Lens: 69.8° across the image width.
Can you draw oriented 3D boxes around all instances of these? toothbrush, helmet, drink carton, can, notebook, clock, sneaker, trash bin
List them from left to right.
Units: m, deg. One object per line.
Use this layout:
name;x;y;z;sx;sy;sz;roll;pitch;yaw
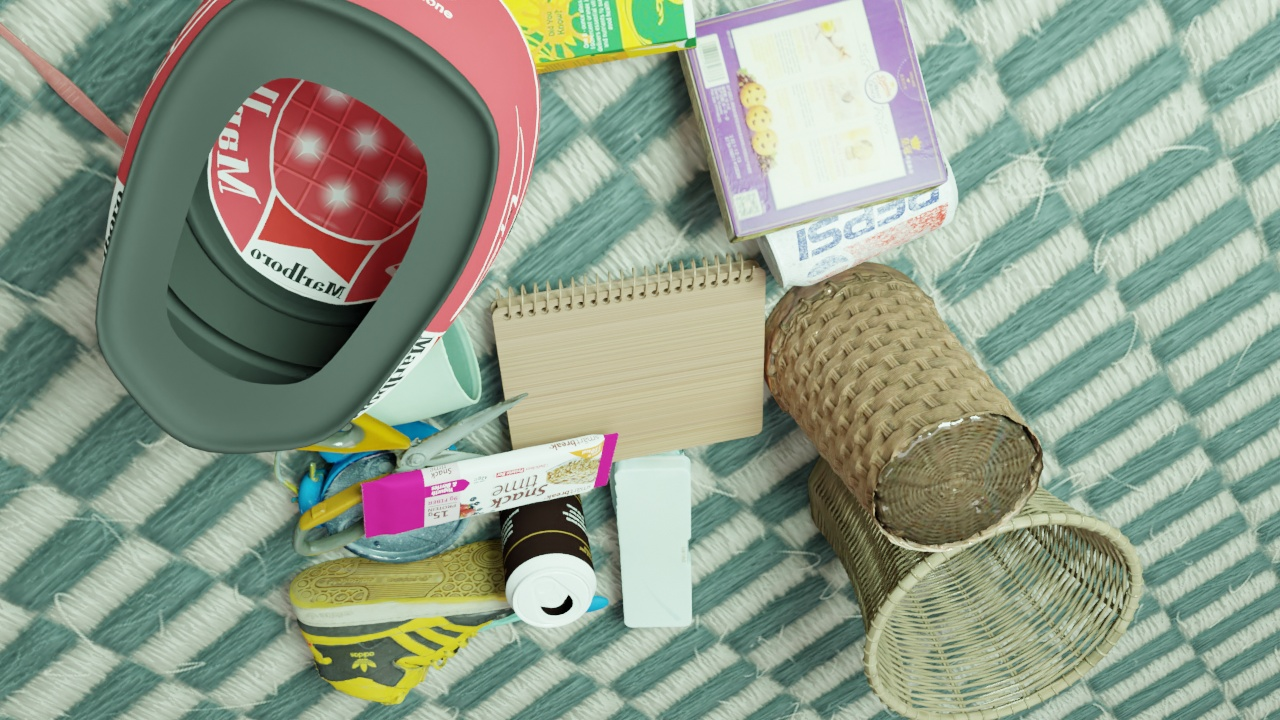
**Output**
toothbrush;-0.355;-0.165;0.574;0.015;0.015;0.184;-39;123;5
helmet;-0.172;-0.104;0.521;0.197;0.224;0.271;27;100;-18
clock;-0.212;0.097;0.739;0.161;0.060;0.117;21;116;-21
sneaker;-0.178;0.234;0.811;0.238;0.086;0.122;-3;116;-5
toothbrush;-0.097;0.240;0.876;0.135;0.017;0.022;-8;122;-10
can;-0.078;0.150;0.756;0.072;0.128;0.072;-5;122;-9
drink carton;-0.029;-0.217;0.570;0.122;0.041;0.058;-8;99;5
notebook;-0.004;0.004;0.728;0.210;0.022;0.169;-10;122;-10
can;0.154;-0.111;0.674;0.136;0.078;0.078;-24;123;3
trash bin;0.191;0.036;0.694;0.151;0.210;0.151;-5;122;-8

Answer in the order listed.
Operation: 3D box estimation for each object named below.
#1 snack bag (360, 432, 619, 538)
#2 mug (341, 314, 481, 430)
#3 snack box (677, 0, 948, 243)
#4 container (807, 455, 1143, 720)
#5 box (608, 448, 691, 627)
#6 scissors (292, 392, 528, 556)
snack bag;-0.112;0.096;0.704;0.196;0.016;0.070;-9;140;-22
mug;-0.185;-0.007;0.675;0.104;0.084;0.111;-16;95;4
snack box;0.113;-0.166;0.610;0.148;0.040;0.143;-14;91;0
container;0.265;0.159;0.792;0.226;0.196;0.227;-5;122;-9
box;0.011;0.162;0.829;0.085;0.070;0.199;-20;127;-22
scissors;-0.187;0.079;0.669;0.225;0.016;0.227;14;127;-36
